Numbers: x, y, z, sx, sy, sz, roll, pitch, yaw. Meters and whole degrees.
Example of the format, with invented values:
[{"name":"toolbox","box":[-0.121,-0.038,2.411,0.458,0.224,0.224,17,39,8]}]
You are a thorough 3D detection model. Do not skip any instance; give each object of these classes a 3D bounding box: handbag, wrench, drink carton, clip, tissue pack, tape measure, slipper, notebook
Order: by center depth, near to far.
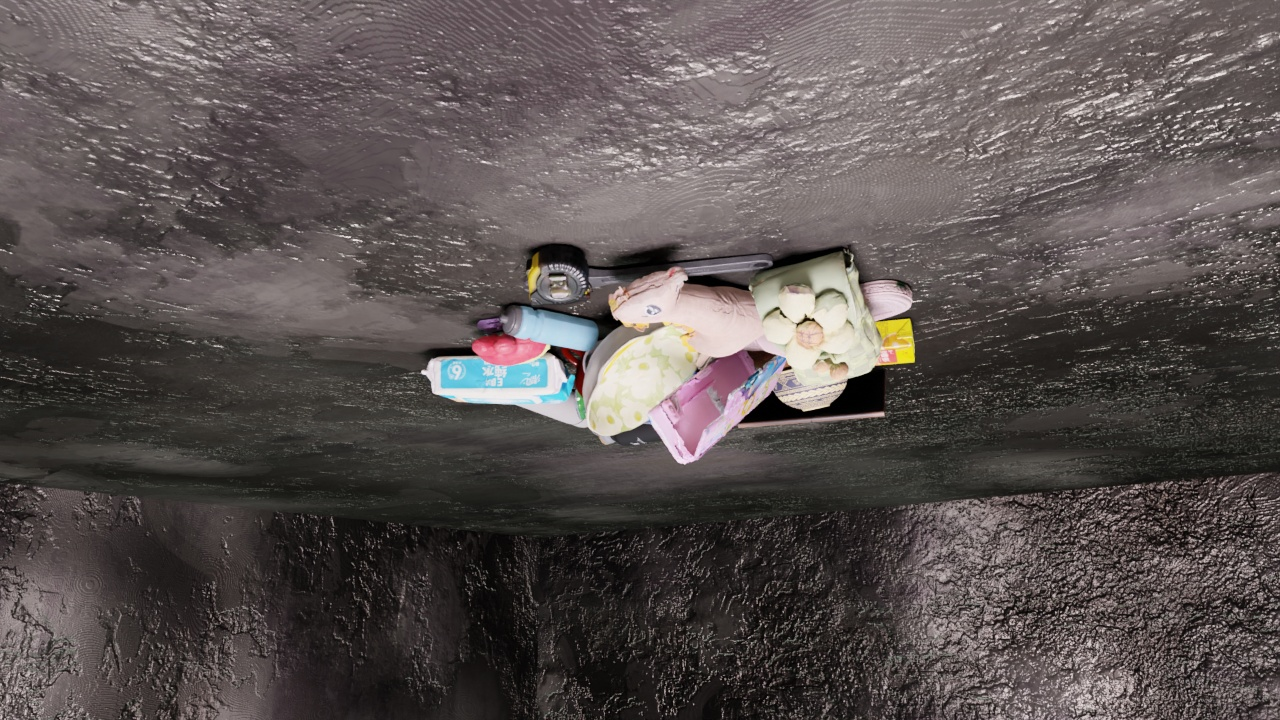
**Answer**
[{"name":"tape measure","box":[-0.083,-0.086,0.944,0.067,0.038,0.063,-1,139,0]},{"name":"handbag","box":[0.198,-0.030,0.991,0.113,0.116,0.186,-15,134,22]},{"name":"wrench","box":[0.005,-0.094,0.992,0.273,0.018,0.073,-5,164,9]},{"name":"slipper","box":[0.221,-0.034,1.120,0.094,0.064,0.240,14,157,-42]},{"name":"clip","box":[-0.180,-0.047,1.154,0.053,0.013,0.036,-5,164,5]},{"name":"drink carton","box":[0.287,-0.021,1.199,0.135,0.042,0.058,-5,155,19]},{"name":"tissue pack","box":[-0.202,0.026,1.296,0.209,0.066,0.117,0,172,3]},{"name":"notebook","box":[0.260,0.058,1.378,0.209,0.008,0.141,-6,-158,18]}]

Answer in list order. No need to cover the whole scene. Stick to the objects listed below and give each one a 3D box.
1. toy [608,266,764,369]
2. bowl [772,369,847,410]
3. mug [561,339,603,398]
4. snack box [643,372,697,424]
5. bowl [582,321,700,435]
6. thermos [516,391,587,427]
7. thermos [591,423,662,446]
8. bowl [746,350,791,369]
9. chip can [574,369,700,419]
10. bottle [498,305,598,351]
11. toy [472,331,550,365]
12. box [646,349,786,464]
[{"name":"toy","box":[0.050,-0.040,1.038,0.263,0.065,0.197,0,150,-44]},{"name":"bowl","box":[0.246,0.039,1.318,0.112,0.061,0.112,-12,177,-1]},{"name":"mug","box":[-0.064,0.009,1.265,0.105,0.073,0.083,30,160,-2]},{"name":"snack box","box":[0.016,0.051,1.325,0.150,0.082,0.027,4,177,17]},{"name":"bowl","box":[-0.007,0.007,1.158,0.188,0.060,0.219,-44,152,3]},{"name":"thermos","box":[-0.139,0.064,1.461,0.052,0.052,0.224,-8,162,25]},{"name":"thermos","box":[0.009,0.116,1.627,0.232,0.061,0.061,-13,160,37]},{"name":"bowl","box":[0.199,-0.003,1.290,0.114,0.026,0.102,-10,161,28]},{"name":"chip can","box":[0.012,0.050,1.385,0.223,0.075,0.075,-3,164,8]},{"name":"bottle","box":[-0.114,-0.041,1.125,0.130,0.040,0.040,11,160,-35]},{"name":"toy","box":[-0.166,-0.017,1.176,0.092,0.045,0.135,-10,176,11]},{"name":"box","box":[0.114,0.039,1.170,0.097,0.085,0.229,-35,179,39]}]
